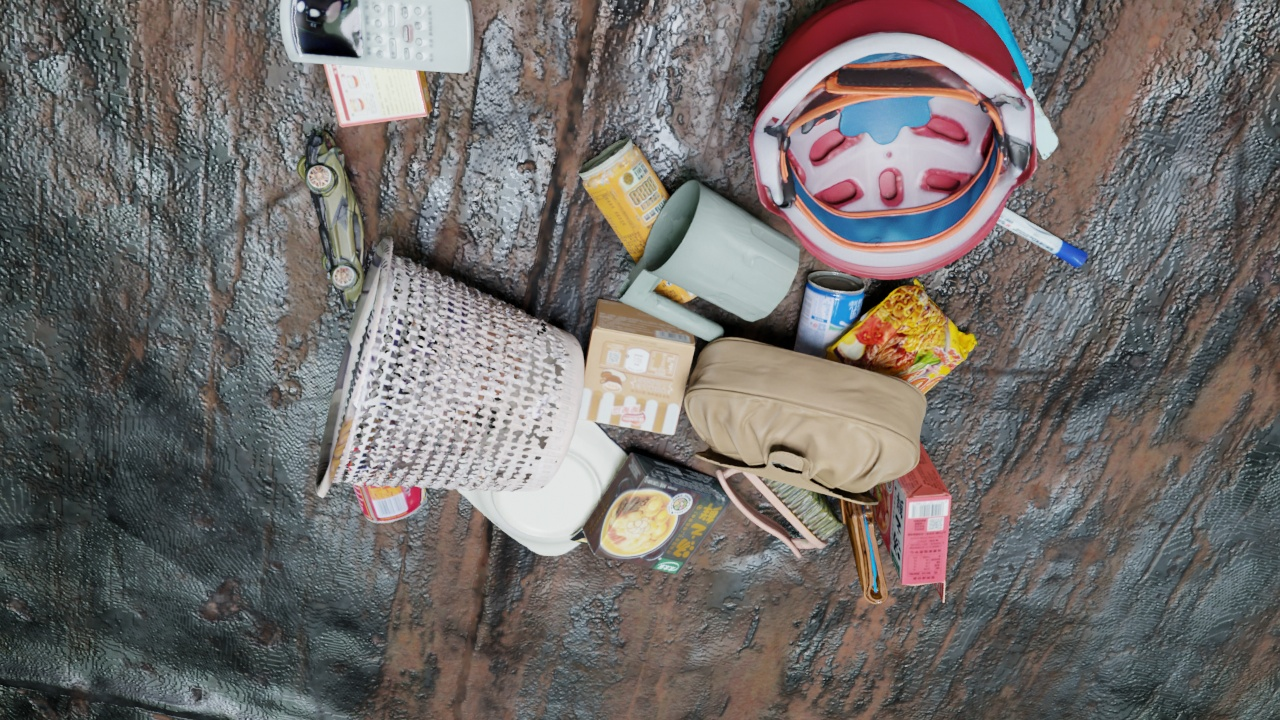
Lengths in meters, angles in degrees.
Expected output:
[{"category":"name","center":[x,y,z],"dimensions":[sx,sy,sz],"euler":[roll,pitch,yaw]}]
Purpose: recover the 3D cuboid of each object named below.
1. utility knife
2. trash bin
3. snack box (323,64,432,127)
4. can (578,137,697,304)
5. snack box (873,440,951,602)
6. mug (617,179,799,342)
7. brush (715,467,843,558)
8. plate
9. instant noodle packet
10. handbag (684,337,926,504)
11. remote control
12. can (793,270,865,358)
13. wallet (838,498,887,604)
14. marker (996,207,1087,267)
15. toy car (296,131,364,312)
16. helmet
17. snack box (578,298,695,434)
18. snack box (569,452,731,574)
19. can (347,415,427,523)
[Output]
[{"category":"utility knife","center":[0.299,-0.255,0.764],"dimensions":[0.034,0.018,0.208],"euler":[-27,113,25]},{"category":"trash bin","center":[-0.163,0.025,0.810],"dimensions":[0.192,0.227,0.228],"euler":[15,115,-21]},{"category":"snack box","center":[-0.227,-0.275,0.752],"dimensions":[0.077,0.027,0.156],"euler":[-6,116,3]},{"category":"can","center":[0.008,-0.120,0.808],"dimensions":[0.058,0.058,0.146],"euler":[-30,112,14]},{"category":"snack box","center":[0.266,0.156,0.909],"dimensions":[0.044,0.113,0.127],"euler":[-5,115,1]},{"category":"mug","center":[0.056,-0.075,0.767],"dimensions":[0.103,0.083,0.124],"euler":[25,125,-21]},{"category":"brush","center":[0.143,0.142,0.932],"dimensions":[0.073,0.063,0.145],"euler":[-38,112,12]},{"category":"plate","center":[-0.094,0.129,0.943],"dimensions":[0.164,0.034,0.163],"euler":[-41,109,17]},{"category":"instant noodle packet","center":[0.240,-0.008,0.836],"dimensions":[0.111,0.044,0.128],"euler":[-43,137,17]},{"category":"handbag","center":[0.138,0.061,0.807],"dimensions":[0.204,0.099,0.148],"euler":[14,149,11]},{"category":"remote control","center":[-0.209,-0.263,0.730],"dimensions":[0.150,0.021,0.058],"euler":[2,116,-3]},{"category":"can","center":[0.172,-0.013,0.861],"dimensions":[0.053,0.053,0.135],"euler":[5,116,-2]},{"category":"wallet","center":[0.215,0.150,0.897],"dimensions":[0.035,0.130,0.119],"euler":[-14,113,11]},{"category":"marker","center":[0.340,-0.123,0.828],"dimensions":[0.145,0.016,0.017],"euler":[25,113,-11]},{"category":"toy car","center":[-0.266,-0.119,0.804],"dimensions":[0.042,0.070,0.158],"euler":[-14,116,-21]},{"category":"helmet","center":[0.195,-0.189,0.728],"dimensions":[0.207,0.143,0.240],"euler":[-6,146,17]},{"category":"snack box","center":[-0.005,0.005,0.858],"dimensions":[0.093,0.077,0.094],"euler":[10,115,-5]},{"category":"snack box","center":[0.010,0.163,0.934],"dimensions":[0.113,0.053,0.126],"euler":[20,111,-32]},{"category":"can","center":[-0.257,0.105,0.914],"dimensions":[0.066,0.066,0.094],"euler":[-9,115,5]}]
